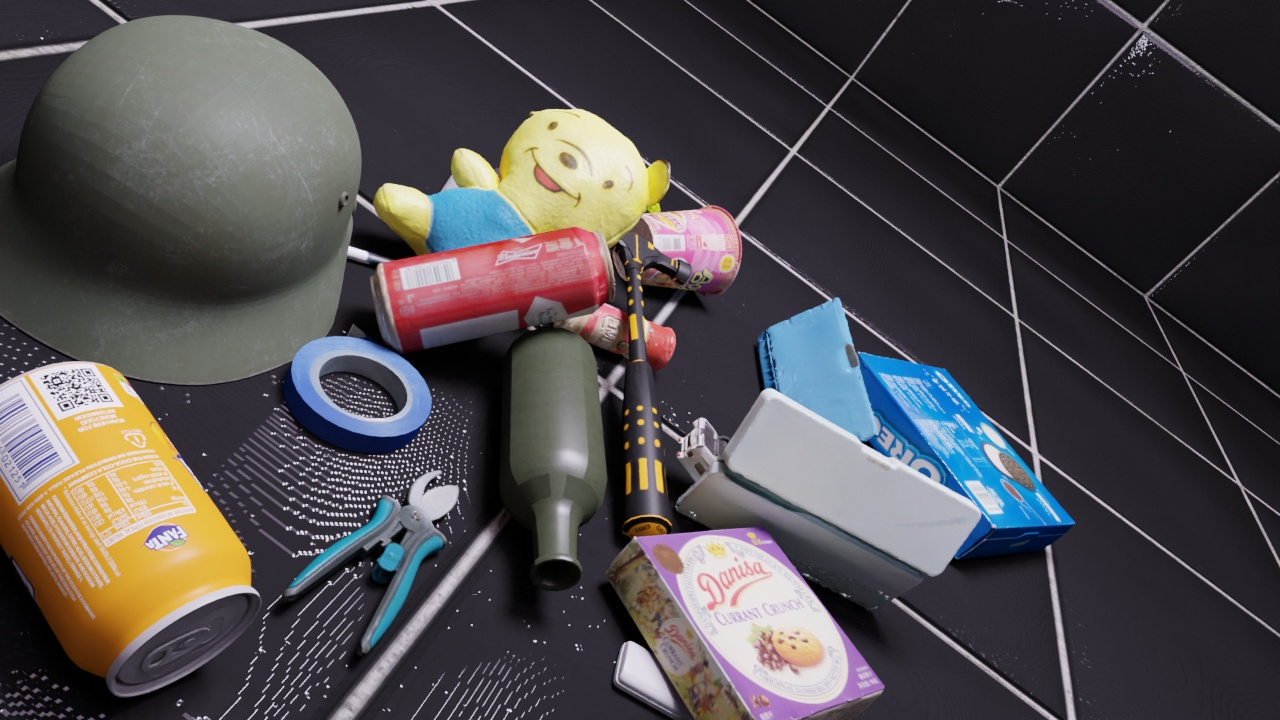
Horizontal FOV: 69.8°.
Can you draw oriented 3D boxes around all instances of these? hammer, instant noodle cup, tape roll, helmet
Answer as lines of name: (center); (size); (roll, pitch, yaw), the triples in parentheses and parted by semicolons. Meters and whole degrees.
hammer: (-0.004, 0.004, 0.750); (0.123, 0.036, 0.319); (20, 43, -23)
instant noodle cup: (0.033, -0.116, 0.958); (0.108, 0.098, 0.097); (-3, 48, -38)
tape roll: (-0.186, 0.022, 0.608); (0.091, 0.016, 0.092); (38, 30, 2)
helmet: (-0.275, -0.130, 0.589); (0.227, 0.154, 0.267); (32, 30, -7)

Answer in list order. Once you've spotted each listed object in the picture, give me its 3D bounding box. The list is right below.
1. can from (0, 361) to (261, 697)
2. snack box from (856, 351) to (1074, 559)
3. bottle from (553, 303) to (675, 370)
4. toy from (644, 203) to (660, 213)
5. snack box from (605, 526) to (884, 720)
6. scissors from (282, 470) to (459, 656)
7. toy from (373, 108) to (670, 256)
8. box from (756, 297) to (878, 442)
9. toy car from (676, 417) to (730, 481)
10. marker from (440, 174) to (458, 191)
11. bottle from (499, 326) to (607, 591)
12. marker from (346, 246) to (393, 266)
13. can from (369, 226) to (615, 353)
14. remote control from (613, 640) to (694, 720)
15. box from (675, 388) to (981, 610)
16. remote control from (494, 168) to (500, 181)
can: (-0.241, 0.073, 0.417); (0.142, 0.079, 0.078); (47, 32, 17)
snack box: (0.335, 0.099, 0.994); (0.195, 0.056, 0.238); (8, 40, -43)
bottle: (-0.023, -0.027, 0.818); (0.109, 0.044, 0.044); (21, 34, -25)
toy: (-0.010, -0.192, 1.069); (0.093, 0.036, 0.094); (27, 30, -28)
snack box: (0.070, 0.180, 0.611); (0.143, 0.041, 0.148); (7, 37, -47)
scissors: (-0.145, 0.111, 0.527); (0.127, 0.019, 0.153); (12, 36, -38)
toy: (-0.093, -0.129, 0.767); (0.213, 0.084, 0.149); (-38, 83, -15)
box: (0.182, 0.030, 0.892); (0.094, 0.102, 0.231); (26, 32, -15)
toy car: (0.068, 0.099, 0.735); (0.113, 0.039, 0.039); (55, 23, -25)
marker: (-0.180, -0.153, 0.857); (0.016, 0.016, 0.140); (29, 31, -13)
bottle: (-0.060, 0.064, 0.626); (0.071, 0.072, 0.206); (22, 33, -23)
marker: (-0.252, -0.092, 0.704); (0.152, 0.011, 0.011); (16, 36, -31)
can: (-0.107, -0.053, 0.671); (0.170, 0.067, 0.067); (-13, 48, -11)
remote control: (0.042, 0.218, 0.575); (0.131, 0.012, 0.033); (32, 30, -9)
box: (0.142, 0.115, 0.696); (0.197, 0.137, 0.049); (30, 29, -12)
remote control: (-0.089, -0.161, 0.970); (0.146, 0.008, 0.045); (22, 33, -24)
